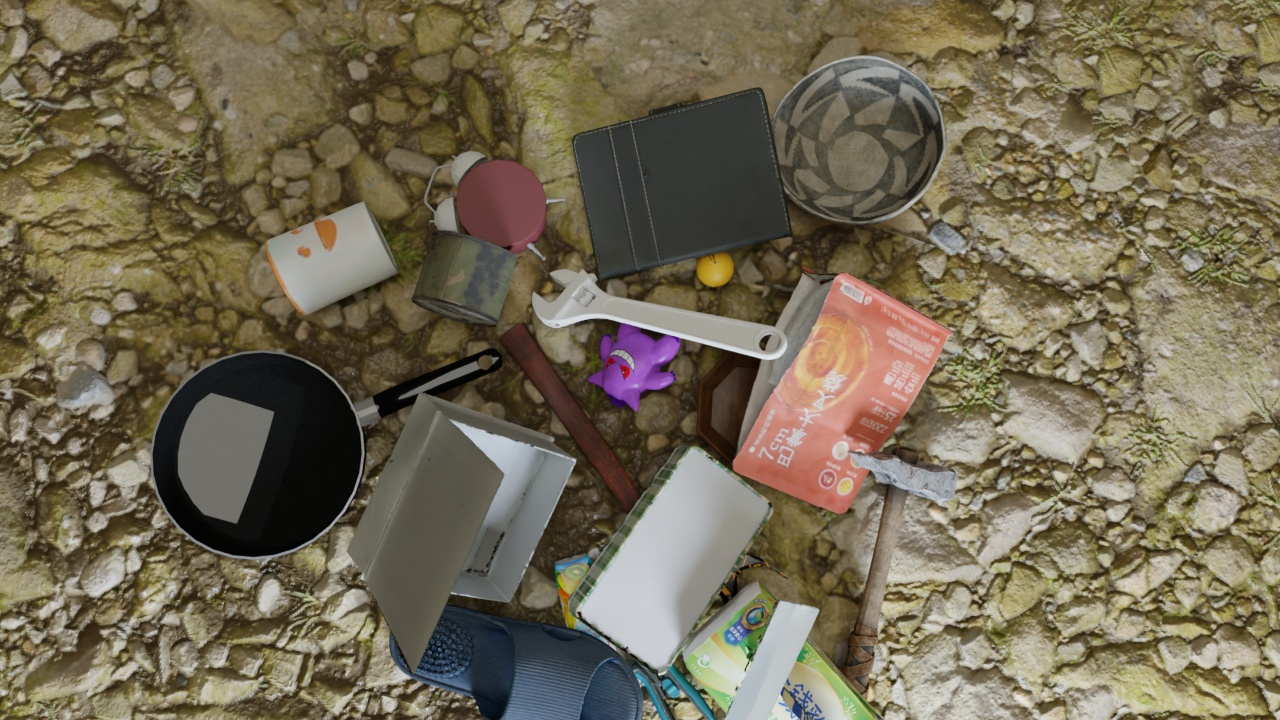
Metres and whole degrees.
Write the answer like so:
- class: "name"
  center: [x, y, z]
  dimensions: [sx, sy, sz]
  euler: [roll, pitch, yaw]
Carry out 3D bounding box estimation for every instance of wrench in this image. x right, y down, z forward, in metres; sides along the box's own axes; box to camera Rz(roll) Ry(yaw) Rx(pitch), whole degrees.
- class: "wrench"
  center: [0.014, -0.043, 0.921]
  dimensions: [0.274, 0.018, 0.066]
  euler: [14, 71, 21]

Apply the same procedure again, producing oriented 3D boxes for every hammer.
- class: "hammer"
  center: [-0.048, 0.089, 0.950]
  dimensions: [0.111, 0.028, 0.300]
  euler: [-36, 87, -6]
- class: "hammer"
  center: [0.128, 0.355, 0.932]
  dimensions: [0.123, 0.036, 0.320]
  euler: [-16, 83, -7]
- class: "hammer"
  center: [0.236, 0.243, 0.936]
  dimensions: [0.121, 0.049, 0.318]
  euler: [14, 88, -26]

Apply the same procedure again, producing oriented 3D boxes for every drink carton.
- class: "drink carton"
  center: [-0.054, 0.261, 0.924]
  dimensions: [0.044, 0.039, 0.129]
  euler: [-15, 85, -10]

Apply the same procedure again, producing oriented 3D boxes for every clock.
- class: "clock"
  center: [-0.155, -0.162, 0.958]
  dimensions: [0.137, 0.048, 0.096]
  euler: [18, 83, -2]

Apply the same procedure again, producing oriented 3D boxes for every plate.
- class: "plate"
  center: [0.121, 0.051, 0.967]
  dimensions: [0.131, 0.025, 0.131]
  euler: [0, 84, -4]

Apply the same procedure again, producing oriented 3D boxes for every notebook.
- class: "notebook"
  center: [0.041, -0.186, 0.960]
  dimensions: [0.209, 0.029, 0.169]
  euler: [-11, 83, 9]

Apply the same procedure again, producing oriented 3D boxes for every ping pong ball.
- class: "ping pong ball"
  center: [0.079, -0.098, 0.972]
  dimensions: [0.040, 0.040, 0.040]
  euler: [0, 84, -4]

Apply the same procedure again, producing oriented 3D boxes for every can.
- class: "can"
  center: [-0.177, -0.082, 0.927]
  dimensions: [0.090, 0.090, 0.074]
  euler: [16, 82, -2]

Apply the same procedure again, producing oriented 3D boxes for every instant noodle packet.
- class: "instant noodle packet"
  center: [0.199, 0.037, 0.929]
  dimensions: [0.164, 0.084, 0.221]
  euler: [24, 89, -28]

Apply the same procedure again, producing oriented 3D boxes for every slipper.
- class: "slipper"
  center: [-0.126, 0.294, 0.870]
  dimensions: [0.264, 0.082, 0.101]
  euler: [15, 83, 12]

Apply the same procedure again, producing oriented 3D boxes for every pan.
- class: "pan"
  center: [-0.307, 0.065, 0.924]
  dimensions: [0.355, 0.044, 0.204]
  euler: [-22, 86, -6]

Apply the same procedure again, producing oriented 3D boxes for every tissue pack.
- class: "tissue pack"
  center: [0.137, 0.314, 0.845]
  dimensions: [0.197, 0.141, 0.120]
  euler: [42, 89, 6]

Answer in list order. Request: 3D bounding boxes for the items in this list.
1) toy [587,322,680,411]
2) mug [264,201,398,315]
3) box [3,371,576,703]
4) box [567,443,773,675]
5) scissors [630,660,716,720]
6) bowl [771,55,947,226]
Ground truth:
- class: "toy"
  center: [-0.006, 0.005, 0.947]
  dimensions: [0.106, 0.056, 0.088]
  euler: [31, 75, 34]
- class: "mug"
  center: [-0.309, -0.103, 0.924]
  dimensions: [0.105, 0.082, 0.082]
  euler: [-25, 86, -7]
- class: "box"
  center: [-0.198, 0.123, 0.694]
  dimensions: [0.173, 0.512, 0.167]
  euler: [25, 92, 9]
- class: "box"
  center: [0.031, 0.193, 0.902]
  dimensions: [0.117, 0.050, 0.205]
  euler: [37, 80, -10]
- class: "scissors"
  center: [0.027, 0.325, 0.933]
  dimensions: [0.144, 0.019, 0.126]
  euler: [14, 88, 4]
- class: "bowl"
  center: [0.229, -0.223, 0.973]
  dimensions: [0.178, 0.081, 0.178]
  euler: [-1, 86, 14]
